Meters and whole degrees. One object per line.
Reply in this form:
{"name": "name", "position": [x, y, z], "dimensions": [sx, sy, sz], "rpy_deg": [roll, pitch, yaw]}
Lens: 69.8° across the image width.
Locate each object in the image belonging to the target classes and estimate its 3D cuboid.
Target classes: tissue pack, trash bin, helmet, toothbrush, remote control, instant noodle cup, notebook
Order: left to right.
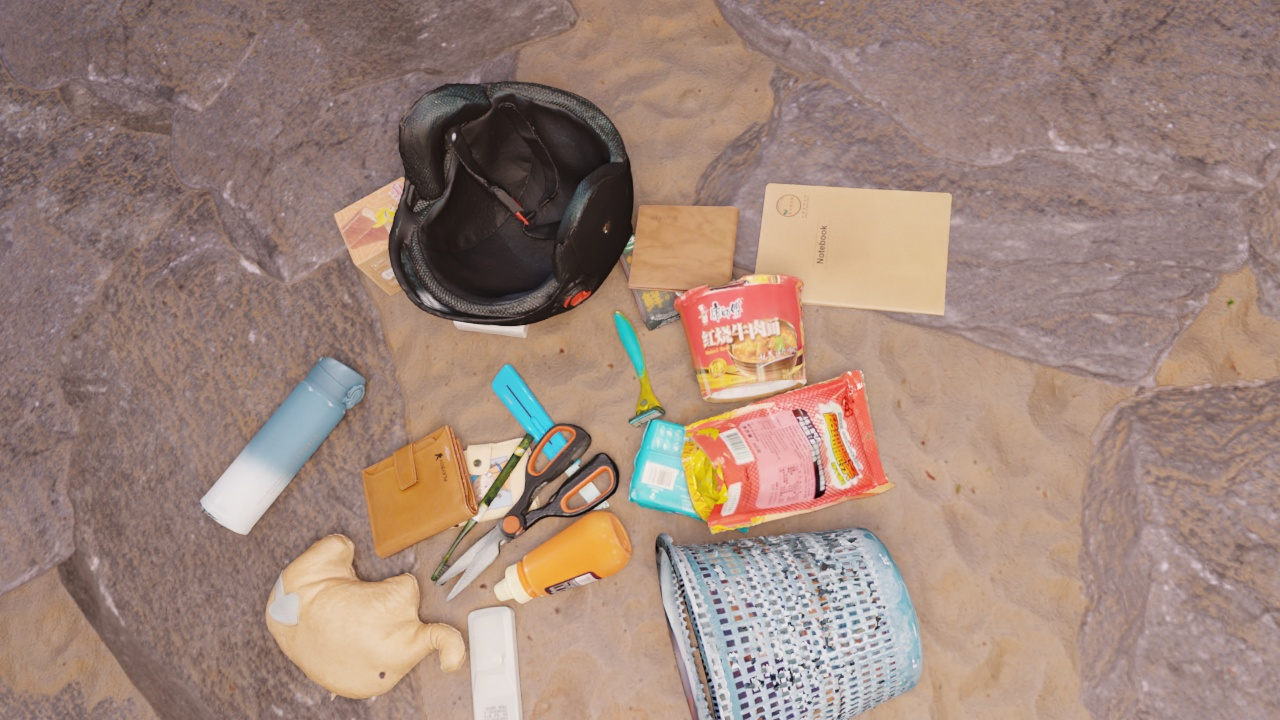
{"name": "toothbrush", "position": [-0.167, 0.159, 0.985], "dimensions": [0.017, 0.012, 0.185], "rpy_deg": [31, 83, 14]}
{"name": "remote control", "position": [-0.150, 0.318, 0.944], "dimensions": [0.049, 0.024, 0.124], "rpy_deg": [-11, 71, 7]}
{"name": "helmet", "position": [-0.127, -0.150, 0.961], "dimensions": [0.233, 0.230, 0.274], "rpy_deg": [34, 85, 18]}
{"name": "tissue pack", "position": [0.059, 0.119, 0.956], "dimensions": [0.133, 0.050, 0.093], "rpy_deg": [13, 73, 13]}
{"name": "instant noodle cup", "position": [0.111, -0.019, 0.956], "dimensions": [0.138, 0.138, 0.108], "rpy_deg": [-10, 79, 7]}
{"name": "trash bin", "position": [0.135, 0.246, 0.829], "dimensions": [0.195, 0.227, 0.226], "rpy_deg": [-12, 69, -7]}
{"name": "notebook", "position": [0.237, -0.127, 1.028], "dimensions": [0.208, 0.008, 0.147], "rpy_deg": [6, 73, 12]}

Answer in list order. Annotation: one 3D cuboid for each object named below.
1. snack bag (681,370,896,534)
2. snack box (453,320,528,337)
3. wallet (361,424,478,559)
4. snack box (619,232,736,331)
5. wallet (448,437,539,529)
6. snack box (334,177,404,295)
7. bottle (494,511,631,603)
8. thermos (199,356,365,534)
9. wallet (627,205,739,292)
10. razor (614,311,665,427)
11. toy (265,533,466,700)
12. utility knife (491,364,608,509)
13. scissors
{"name": "snack bag", "position": [0.148, 0.093, 0.909], "dimensions": [0.207, 0.073, 0.128], "rpy_deg": [-14, 84, -20]}
{"name": "snack box", "position": [-0.162, -0.107, 1.083], "dimensions": [0.085, 0.027, 0.156], "rpy_deg": [8, 74, 6]}
{"name": "wallet", "position": [-0.243, 0.143, 0.999], "dimensions": [0.132, 0.031, 0.107], "rpy_deg": [-26, 67, 20]}
{"name": "snack box", "position": [0.037, -0.112, 1.042], "dimensions": [0.113, 0.053, 0.125], "rpy_deg": [-23, 74, 3]}
{"name": "wallet", "position": [-0.173, 0.134, 1.011], "dimensions": [0.115, 0.024, 0.087], "rpy_deg": [-13, 75, 7]}
{"name": "snack box", "position": [-0.289, -0.146, 1.087], "dimensions": [0.094, 0.093, 0.077], "rpy_deg": [-29, 69, 0]}
{"name": "bottle", "position": [-0.085, 0.211, 0.950], "dimensions": [0.149, 0.066, 0.066], "rpy_deg": [-27, 69, 9]}
{"name": "thermos", "position": [-0.402, 0.093, 1.044], "dimensions": [0.070, 0.070, 0.220], "rpy_deg": [35, 81, 19]}
{"name": "wallet", "position": [0.047, -0.122, 1.006], "dimensions": [0.115, 0.020, 0.101], "rpy_deg": [4, 75, 12]}
{"name": "razor", "position": [-0.006, 0.006, 1.018], "dimensions": [0.043, 0.028, 0.132], "rpy_deg": [-29, 68, 33]}
{"name": "toy", "position": [-0.285, 0.282, 0.952], "dimensions": [0.226, 0.082, 0.143], "rpy_deg": [26, 86, 15]}
{"name": "utility knife", "position": [-0.100, 0.087, 1.015], "dimensions": [0.034, 0.018, 0.203], "rpy_deg": [-39, 71, -4]}
{"name": "scissors", "position": [-0.133, 0.156, 0.977], "dimensions": [0.234, 0.022, 0.161], "rpy_deg": [-20, 67, 0]}
